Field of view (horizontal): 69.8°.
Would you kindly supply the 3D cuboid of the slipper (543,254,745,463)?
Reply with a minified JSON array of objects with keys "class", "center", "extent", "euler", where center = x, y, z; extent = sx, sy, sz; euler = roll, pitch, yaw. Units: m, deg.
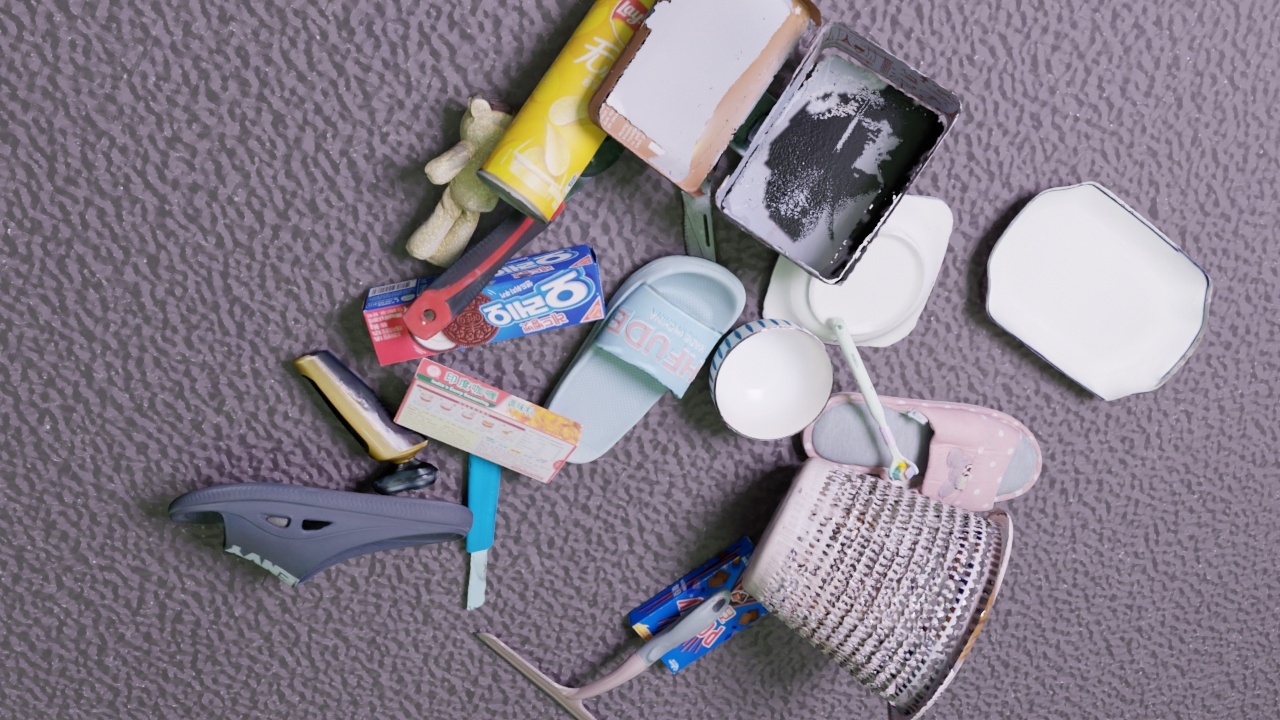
[{"class":"slipper","center":[-0.005,0.005,0.848],"extent":[0.104,0.074,0.246],"euler":[36,105,-20]}]

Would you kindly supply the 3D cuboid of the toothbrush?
[{"class":"toothbrush","center":[0.223,0.038,0.883],"extent":[0.029,0.020,0.189],"euler":[-20,112,20]}]

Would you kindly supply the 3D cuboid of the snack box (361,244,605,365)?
[{"class":"snack box","center":[-0.136,-0.052,0.814],"extent":[0.207,0.057,0.058],"euler":[-13,117,-5]}]

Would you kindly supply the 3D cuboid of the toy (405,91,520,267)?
[{"class":"toy","center":[-0.148,-0.149,0.777],"extent":[0.105,0.066,0.157],"euler":[10,118,-48]}]

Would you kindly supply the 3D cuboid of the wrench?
[{"class":"wrench","center":[-0.097,-0.123,0.773],"extent":[0.056,0.016,0.273],"euler":[43,82,-20]}]

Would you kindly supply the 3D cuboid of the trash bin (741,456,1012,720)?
[{"class":"trash bin","center":[0.213,0.201,0.886],"extent":[0.192,0.227,0.228],"euler":[28,106,10]}]

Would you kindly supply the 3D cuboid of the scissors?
[{"class":"scissors","center":[0.060,-0.170,0.808],"extent":[0.205,0.015,0.197],"euler":[44,120,-11]}]

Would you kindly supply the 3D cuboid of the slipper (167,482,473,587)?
[{"class":"slipper","center":[-0.288,0.163,0.836],"extent":[0.268,0.111,0.083],"euler":[7,69,-17]}]

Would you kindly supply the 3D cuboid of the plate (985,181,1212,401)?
[{"class":"plate","center":[0.451,-0.068,0.917],"extent":[0.265,0.034,0.162],"euler":[30,104,-19]}]

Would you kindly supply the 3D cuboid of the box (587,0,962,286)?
[{"class":"box","center":[0.108,-0.194,0.730],"extent":[0.273,0.125,0.179],"euler":[31,99,-18]}]

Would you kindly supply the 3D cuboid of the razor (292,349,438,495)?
[{"class":"razor","center":[-0.254,0.058,0.841],"extent":[0.067,0.062,0.167],"euler":[-45,109,-23]}]

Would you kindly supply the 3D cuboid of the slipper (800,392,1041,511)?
[{"class":"slipper","center":[0.296,0.094,0.945],"extent":[0.274,0.054,0.114],"euler":[13,109,-13]}]

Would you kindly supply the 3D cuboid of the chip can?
[{"class":"chip can","center":[-0.044,-0.214,0.729],"extent":[0.072,0.072,0.213],"euler":[36,87,-20]}]

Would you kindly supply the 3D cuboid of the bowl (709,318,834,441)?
[{"class":"bowl","center":[0.119,0.011,0.876],"extent":[0.116,0.066,0.116],"euler":[-4,113,-9]}]

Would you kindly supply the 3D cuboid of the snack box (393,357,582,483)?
[{"class":"snack box","center":[-0.138,0.058,0.832],"extent":[0.155,0.027,0.077],"euler":[24,137,-13]}]

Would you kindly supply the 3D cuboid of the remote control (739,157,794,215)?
[{"class":"remote control","center":[0.150,-0.150,0.840],"extent":[0.136,0.024,0.053],"euler":[32,103,-19]}]

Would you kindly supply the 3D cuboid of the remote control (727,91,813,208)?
[{"class":"remote control","center":[0.136,-0.177,0.803],"extent":[0.135,0.019,0.056],"euler":[40,99,2]}]

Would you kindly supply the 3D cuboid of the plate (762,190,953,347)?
[{"class":"plate","center":[0.206,-0.079,0.857],"extent":[0.164,0.034,0.164],"euler":[5,122,-11]}]

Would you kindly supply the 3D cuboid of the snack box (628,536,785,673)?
[{"class":"snack box","center":[0.075,0.265,0.991],"extent":[0.157,0.026,0.084],"euler":[-35,113,5]}]

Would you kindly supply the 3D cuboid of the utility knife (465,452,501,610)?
[{"class":"utility knife","center":[-0.159,0.158,0.913],"extent":[0.034,0.018,0.216],"euler":[3,110,-12]}]

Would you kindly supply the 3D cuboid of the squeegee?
[{"class":"squeegee","center":[-0.005,0.312,0.964],"extent":[0.250,0.040,0.247],"euler":[-36,111,17]}]
